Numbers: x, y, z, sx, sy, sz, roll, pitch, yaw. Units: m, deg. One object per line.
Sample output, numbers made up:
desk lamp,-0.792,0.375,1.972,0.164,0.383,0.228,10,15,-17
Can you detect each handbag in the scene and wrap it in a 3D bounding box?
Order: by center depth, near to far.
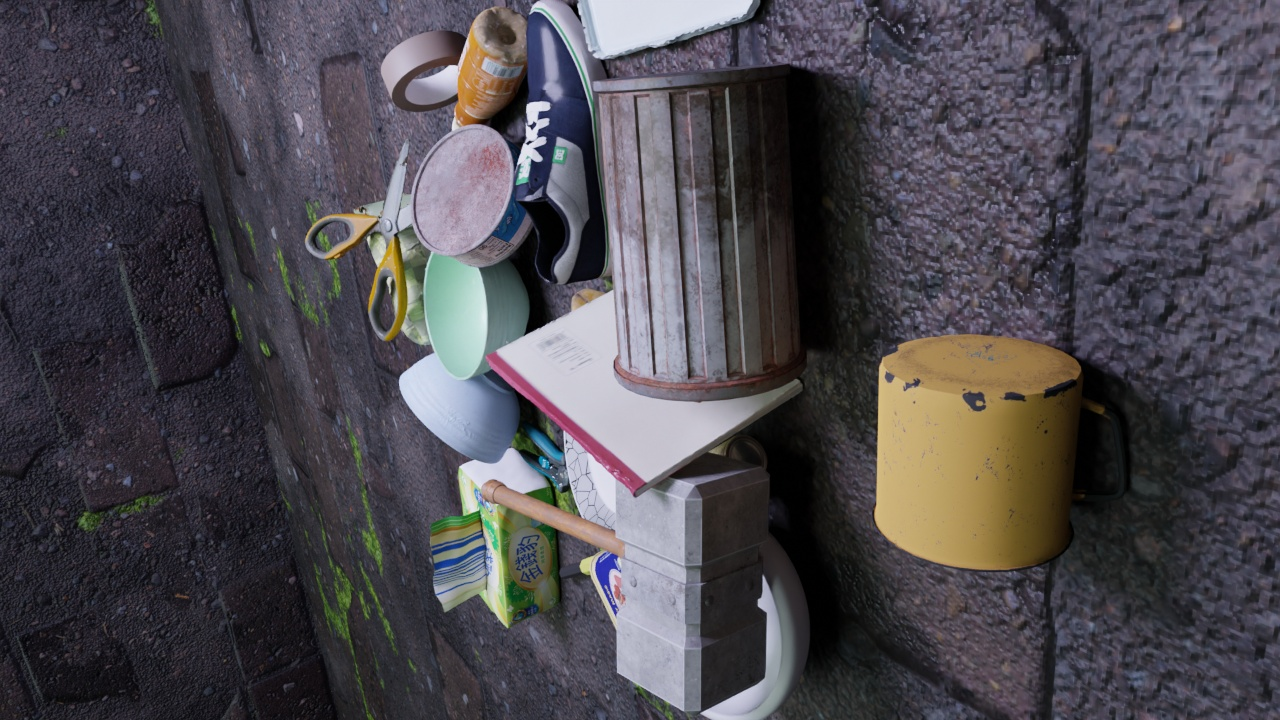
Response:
handbag,-0.259,-0.110,1.079,0.117,0.113,0.186,-10,98,67

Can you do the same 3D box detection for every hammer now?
hammer,-0.040,0.139,0.740,0.318,0.082,0.163,11,105,48

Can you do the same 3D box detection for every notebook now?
notebook,-0.005,0.009,0.694,0.209,0.152,0.012,36,147,44

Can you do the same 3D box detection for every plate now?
plate,-0.029,0.080,0.870,0.189,0.016,0.188,12,103,62

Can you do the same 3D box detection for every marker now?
marker,-0.066,0.235,1.036,0.124,0.021,0.017,-36,74,59

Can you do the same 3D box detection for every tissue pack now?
tissue pack,-0.185,0.224,1.103,0.120,0.141,0.198,26,127,51

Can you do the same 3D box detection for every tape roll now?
tape roll,-0.209,-0.287,0.916,0.094,0.093,0.030,-38,73,58

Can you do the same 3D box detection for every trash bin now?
trash bin,0.040,-0.078,0.598,0.131,0.130,0.211,21,121,53

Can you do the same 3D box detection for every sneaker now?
sneaker,-0.073,-0.179,0.771,0.084,0.078,0.235,12,115,57

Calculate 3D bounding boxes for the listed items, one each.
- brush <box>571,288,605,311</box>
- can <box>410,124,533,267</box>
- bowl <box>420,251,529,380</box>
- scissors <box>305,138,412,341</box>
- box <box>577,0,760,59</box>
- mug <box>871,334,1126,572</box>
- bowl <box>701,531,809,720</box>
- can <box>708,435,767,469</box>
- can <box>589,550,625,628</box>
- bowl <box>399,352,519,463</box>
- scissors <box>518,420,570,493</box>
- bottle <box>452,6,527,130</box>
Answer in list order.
brush,-0.005,0.005,0.780,0.195,0.059,0.043,49,151,36
can,-0.160,-0.159,0.889,0.130,0.044,0.130,-7,77,31
bowl,-0.168,-0.057,0.980,0.151,0.076,0.151,15,109,51
scissors,-0.292,-0.139,1.006,0.217,0.016,0.225,23,111,23
box,0.002,-0.314,0.632,0.209,0.037,0.189,9,121,57
mug,0.184,0.042,0.473,0.124,0.100,0.094,1,110,15
bowl,0.073,0.194,0.736,0.177,0.066,0.177,11,105,48
can,0.065,0.089,0.732,0.038,0.038,0.080,65,149,11
can,0.009,0.219,0.875,0.116,0.056,0.092,62,147,15
bowl,-0.193,0.040,1.050,0.075,0.150,0.150,-47,57,10
scissors,-0.098,0.117,1.027,0.144,0.019,0.126,-33,72,52
bottle,-0.147,-0.260,0.867,0.059,0.059,0.167,67,152,9
